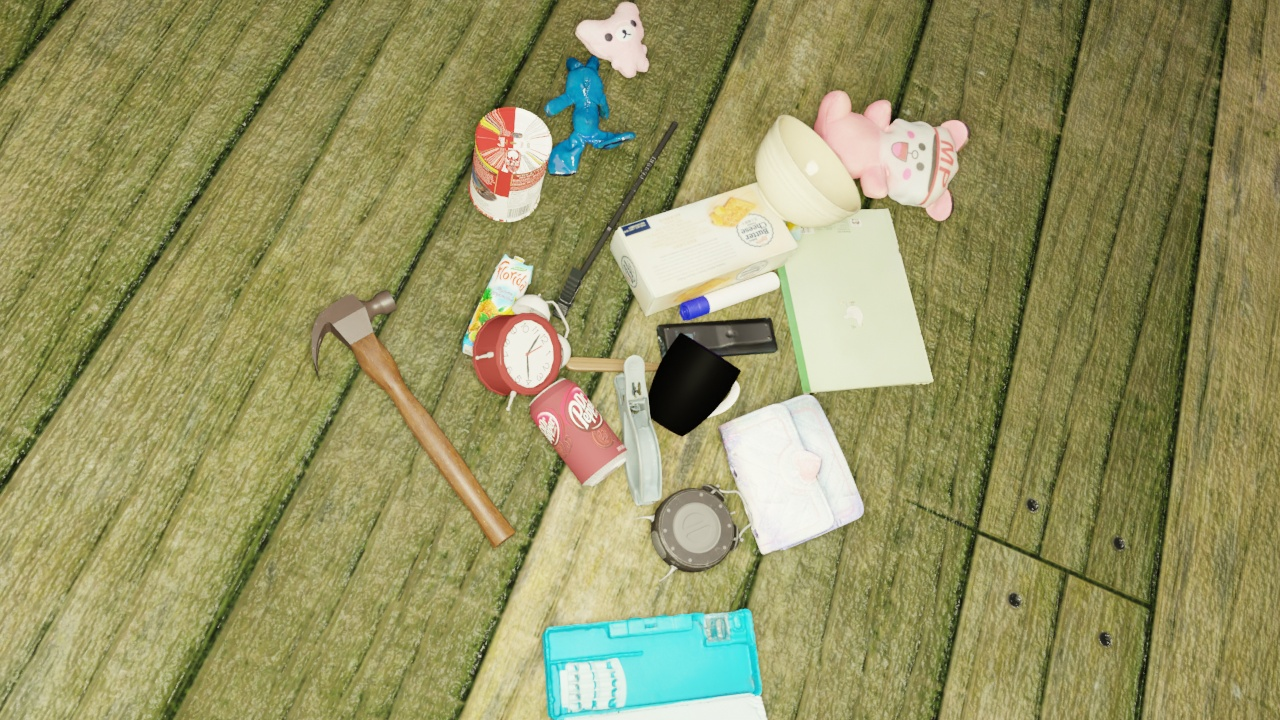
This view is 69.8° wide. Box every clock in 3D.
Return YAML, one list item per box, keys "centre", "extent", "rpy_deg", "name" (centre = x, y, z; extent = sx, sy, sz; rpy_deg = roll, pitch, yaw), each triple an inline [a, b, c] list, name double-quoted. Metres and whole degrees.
- centre: [0.061, 0.188, 1.022]
  extent: [0.122, 0.044, 0.091]
  rpy_deg: [-19, 77, -20]
  name: "clock"
- centre: [-0.129, -0.014, 1.024]
  extent: [0.137, 0.048, 0.096]
  rpy_deg: [-45, 119, -35]
  name: "clock"

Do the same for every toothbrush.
- centre: [-0.006, 0.006, 1.088]
  extent: [0.166, 0.016, 0.016]
  rpy_deg: [2, 69, -12]
  name: "toothbrush"

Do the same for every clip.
- centre: [-0.007, 0.085, 1.045]
  extent: [0.028, 0.108, 0.163]
  rpy_deg: [-3, 76, -16]
  name: "clip"

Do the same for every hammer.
- centre: [-0.243, 0.066, 1.001]
  extent: [0.115, 0.033, 0.323]
  rpy_deg: [-34, 82, -24]
  name: "hammer"
- centre: [-0.020, -0.192, 1.129]
  extent: [0.015, 0.095, 0.324]
  rpy_deg: [29, 60, -1]
  name: "hammer"

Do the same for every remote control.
- centre: [0.096, -0.028, 1.121]
  extent: [0.150, 0.022, 0.047]
  rpy_deg: [-5, 72, -15]
  name: "remote control"

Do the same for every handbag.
- centre: [0.171, 0.130, 1.059]
  extent: [0.126, 0.069, 0.158]
  rpy_deg: [-16, 78, -17]
  name: "handbag"

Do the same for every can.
- centre: [-0.155, -0.228, 1.080]
  extent: [0.086, 0.117, 0.086]
  rpy_deg: [4, 69, -12]
  name: "can"
- centre: [-0.069, 0.080, 1.019]
  extent: [0.063, 0.063, 0.114]
  rpy_deg: [-35, 82, -22]
  name: "can"

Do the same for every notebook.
- centre: [0.269, -0.083, 1.190]
  extent: [0.181, 0.010, 0.252]
  rpy_deg: [-4, 71, -15]
  name: "notebook"

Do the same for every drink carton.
- centre: [-0.165, -0.061, 1.060]
  extent: [0.044, 0.039, 0.128]
  rpy_deg: [23, 68, -5]
  name: "drink carton"

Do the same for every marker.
- centre: [0.112, -0.080, 1.142]
  extent: [0.133, 0.027, 0.023]
  rpy_deg: [-20, 76, -22]
  name: "marker"

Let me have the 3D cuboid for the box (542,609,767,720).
- centre: [0.019, 0.355, 0.946]
  extent: [0.226, 0.056, 0.185]
  rpy_deg: [-1, 61, -14]
  name: "box"

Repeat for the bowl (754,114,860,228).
- centre: [0.194, -0.220, 1.134]
  extent: [0.150, 0.076, 0.150]
  rpy_deg: [30, 38, -27]
  name: "bowl"

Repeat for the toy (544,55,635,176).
- centre: [-0.064, -0.321, 1.166]
  extent: [0.113, 0.071, 0.176]
  rpy_deg: [-1, 71, -2]
  name: "toy"

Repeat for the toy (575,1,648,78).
- centre: [-0.027, -0.421, 1.219]
  extent: [0.099, 0.053, 0.096]
  rpy_deg: [-33, 92, -23]
  name: "toy"

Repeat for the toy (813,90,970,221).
- centre: [0.334, -0.276, 1.235]
  extent: [0.213, 0.084, 0.142]
  rpy_deg: [11, 80, -6]
  name: "toy"

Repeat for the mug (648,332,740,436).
- centre: [0.065, 0.038, 1.062]
  extent: [0.118, 0.085, 0.100]
  rpy_deg: [28, 96, -43]
  name: "mug"

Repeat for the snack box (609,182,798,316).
- centre: [0.078, -0.139, 1.135]
  extent: [0.207, 0.058, 0.104]
  rpy_deg: [-21, 73, -19]
  name: "snack box"

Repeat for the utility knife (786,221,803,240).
- centre: [0.207, -0.226, 1.212]
  extent: [0.017, 0.031, 0.162]
  rpy_deg: [26, 58, -41]
  name: "utility knife"
